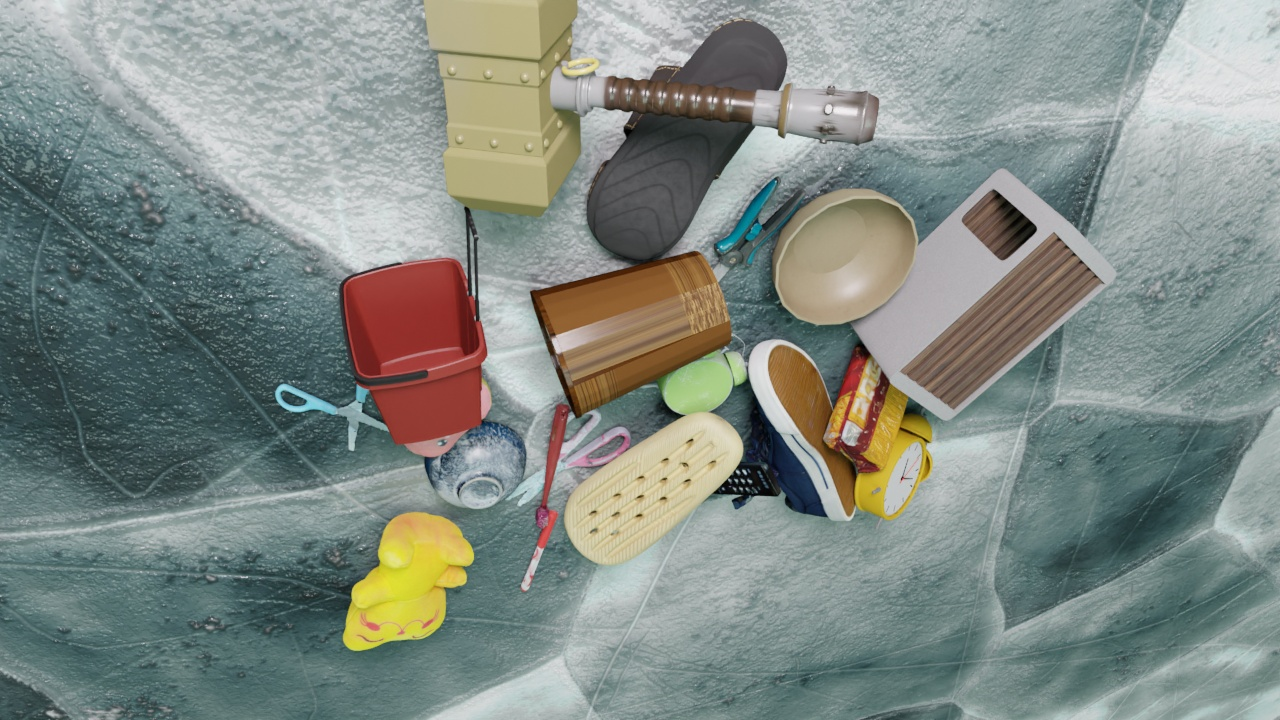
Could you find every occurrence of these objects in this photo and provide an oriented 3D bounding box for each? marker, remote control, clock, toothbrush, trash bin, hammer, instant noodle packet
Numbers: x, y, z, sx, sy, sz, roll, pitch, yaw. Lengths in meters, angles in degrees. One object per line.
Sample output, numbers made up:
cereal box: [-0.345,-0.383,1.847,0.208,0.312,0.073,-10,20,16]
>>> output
marker: [-0.129,0.242,1.155,0.012,0.012,0.142,8,125,-22]
remote control: [0.098,0.134,1.069,0.151,0.022,0.047,-6,122,47]
clock: [0.065,0.014,1.010,0.119,0.042,0.094,-44,127,18]
toothbrush: [-0.102,0.125,1.051,0.016,0.016,0.190,3,129,-14]
trash bin: [0.357,-0.067,0.982,0.114,0.114,0.229,30,115,-33]
hammer: [0.015,-0.200,0.703,0.325,0.100,0.191,8,129,9]
instant noodle packet: [0.265,0.058,1.066,0.098,0.040,0.135,30,74,-32]
clock: [0.322,0.132,1.146,0.151,0.052,0.114,-43,137,-28]

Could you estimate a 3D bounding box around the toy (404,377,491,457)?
toy: [-0.208,0.055,0.957,0.090,0.051,0.110,15,123,-24]

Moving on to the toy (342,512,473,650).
toy: [-0.282,0.260,1.079,0.134,0.087,0.194,-5,134,-35]

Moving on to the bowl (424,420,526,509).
bowl: [-0.181,0.128,1.018,0.114,0.060,0.114,-7,129,-9]

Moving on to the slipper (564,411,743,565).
slipper: [0.013,0.138,1.069,0.111,0.079,0.262,43,119,-10]

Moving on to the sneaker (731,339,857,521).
sneaker: [0.159,0.092,1.080,0.127,0.120,0.295,-2,137,30]

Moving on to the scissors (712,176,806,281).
scissors: [0.105,-0.128,0.924,0.127,0.019,0.142,-13,135,-2]

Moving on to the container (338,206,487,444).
container: [-0.202,-0.036,0.826,0.127,0.148,0.201,-13,139,-13]

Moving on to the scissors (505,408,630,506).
scissors: [-0.103,0.112,1.061,0.179,0.016,0.103,-31,130,14]

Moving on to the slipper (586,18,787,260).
slipper: [0.035,-0.194,0.820,0.113,0.075,0.269,20,135,-19]

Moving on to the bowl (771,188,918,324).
bowl: [0.203,-0.113,0.943,0.152,0.050,0.153,-8,129,-10]

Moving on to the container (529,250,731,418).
container: [-0.007,-0.033,0.903,0.167,0.132,0.132,-20,130,-8]

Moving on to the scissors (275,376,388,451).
scissors: [-0.311,0.042,0.944,0.133,0.015,0.135,4,120,-18]
